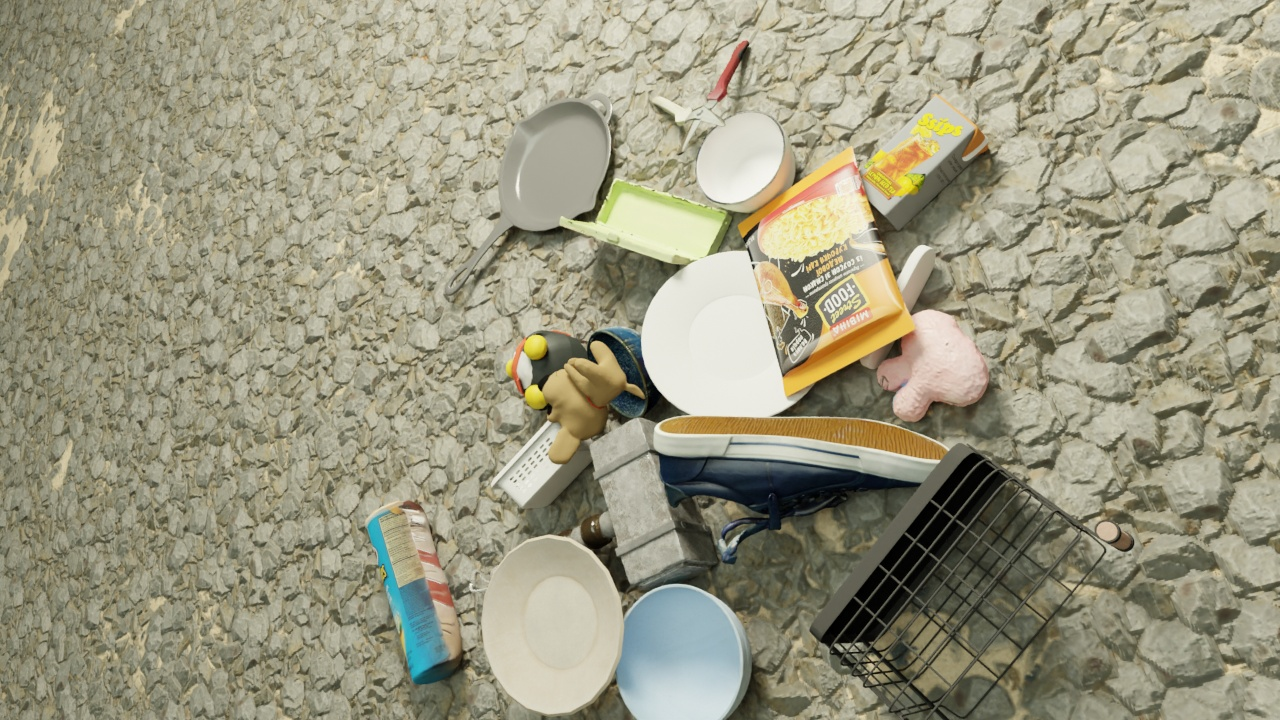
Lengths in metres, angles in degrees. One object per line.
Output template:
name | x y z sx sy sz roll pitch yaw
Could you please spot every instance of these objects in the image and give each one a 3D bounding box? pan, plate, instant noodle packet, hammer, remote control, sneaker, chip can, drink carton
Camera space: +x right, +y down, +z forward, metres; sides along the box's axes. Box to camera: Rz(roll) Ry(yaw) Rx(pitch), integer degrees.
pan | -0.156 -0.221 1.275 0.355 0.024 0.216 -48 56 13
plate | 0.105 -0.027 1.015 0.209 0.015 0.208 -4 66 10
instant noodle packet | 0.187 -0.093 0.963 0.160 0.032 0.220 -32 58 37
hammer | -0.077 0.213 1.066 0.327 0.079 0.176 -31 61 24
remote control | 0.262 -0.054 0.935 0.013 0.043 0.136 29 94 36
sneaker | 0.157 0.126 0.911 0.295 0.120 0.127 -1 103 18
chip can | -0.289 0.296 1.186 0.080 0.079 0.229 -38 59 19
plate | -0.093 0.287 1.001 0.189 0.027 0.188 -6 78 30
drink carton | 0.290 -0.206 0.957 0.125 0.048 0.076 -45 57 15

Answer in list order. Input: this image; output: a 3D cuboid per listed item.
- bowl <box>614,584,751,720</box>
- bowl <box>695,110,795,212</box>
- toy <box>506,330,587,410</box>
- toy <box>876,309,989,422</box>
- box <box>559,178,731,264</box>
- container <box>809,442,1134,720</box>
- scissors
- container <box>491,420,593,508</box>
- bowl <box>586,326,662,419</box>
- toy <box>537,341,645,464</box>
bowl | 0.055 0.309 0.952 0.151 0.074 0.150 -10 71 32
bowl | 0.128 -0.222 1.060 0.117 0.065 0.116 -10 71 32
toy | -0.118 0.008 1.144 0.119 0.099 0.097 9 102 58
toy | 0.283 0.009 0.902 0.105 0.053 0.108 -43 57 30
box | 0.007 -0.160 1.129 0.188 0.064 0.130 22 47 35
container | 0.278 0.200 0.778 0.130 0.162 0.241 42 101 35
scissors | 0.066 -0.318 1.127 0.180 0.015 0.198 2 55 48
container | -0.111 0.128 1.116 0.129 0.080 0.049 -46 68 14
bowl | -0.006 0.006 1.079 0.114 0.060 0.115 39 144 36
toy | -0.062 0.041 1.048 0.106 0.133 0.108 39 121 -1
